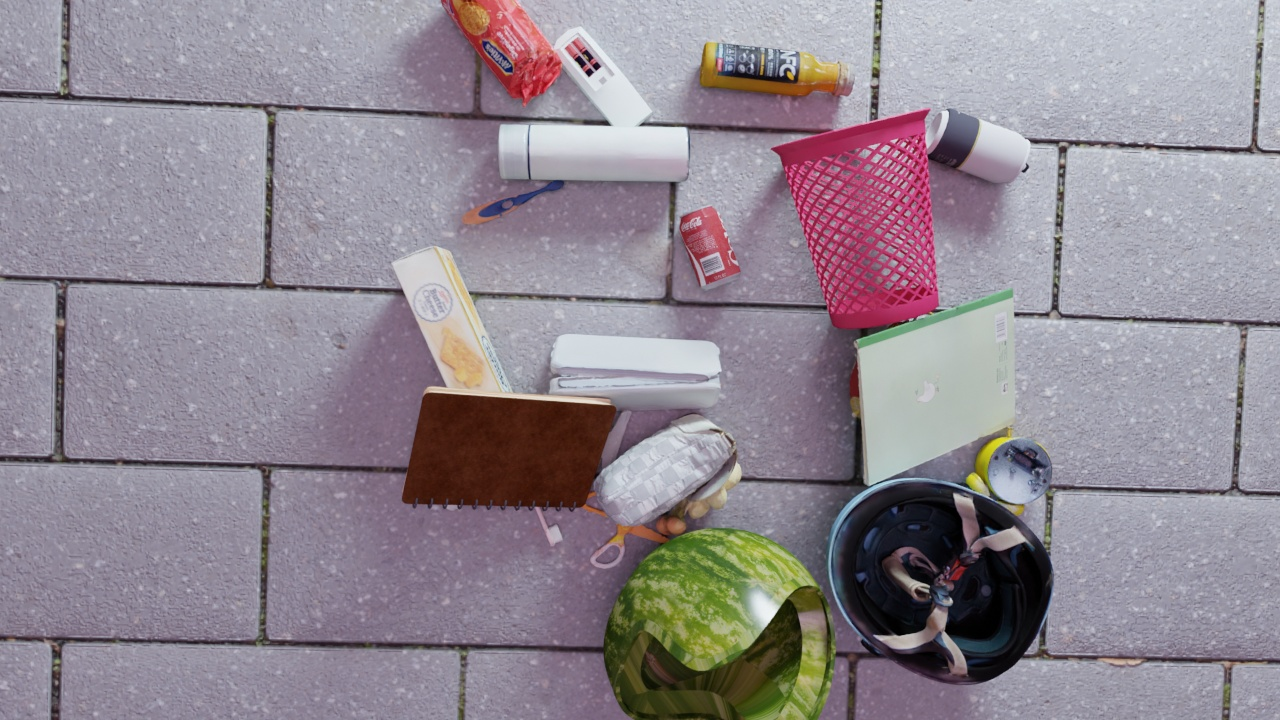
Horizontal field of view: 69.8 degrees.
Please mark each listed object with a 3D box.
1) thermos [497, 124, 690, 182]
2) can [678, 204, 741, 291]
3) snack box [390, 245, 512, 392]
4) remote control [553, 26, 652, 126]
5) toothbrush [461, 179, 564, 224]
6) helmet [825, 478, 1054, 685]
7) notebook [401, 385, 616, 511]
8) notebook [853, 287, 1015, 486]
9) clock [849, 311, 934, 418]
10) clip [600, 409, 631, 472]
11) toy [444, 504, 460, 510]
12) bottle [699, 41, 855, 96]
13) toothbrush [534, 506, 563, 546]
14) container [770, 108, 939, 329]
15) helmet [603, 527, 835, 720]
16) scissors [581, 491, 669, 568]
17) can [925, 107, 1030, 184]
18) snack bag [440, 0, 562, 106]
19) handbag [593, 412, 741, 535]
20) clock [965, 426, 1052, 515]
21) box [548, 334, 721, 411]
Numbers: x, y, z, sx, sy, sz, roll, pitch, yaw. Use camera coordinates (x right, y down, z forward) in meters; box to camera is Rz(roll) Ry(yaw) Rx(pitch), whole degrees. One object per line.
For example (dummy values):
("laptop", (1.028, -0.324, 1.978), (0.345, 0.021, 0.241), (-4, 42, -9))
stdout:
("thermos", (-0.057, -0.252, 1.115), (0.230, 0.068, 0.068), (0, 92, -2))
("can", (0.084, -0.139, 1.131), (0.054, 0.054, 0.096), (-21, 92, -2))
("snack box", (-0.219, -0.030, 1.094), (0.057, 0.104, 0.208), (-24, 93, -1))
("remote control", (-0.050, -0.347, 1.133), (0.049, 0.024, 0.143), (-41, 93, -1))
("toothbrush", (-0.158, -0.197, 1.139), (0.135, 0.017, 0.021), (-21, 89, 1))
("helmet", (0.336, 0.250, 1.096), (0.265, 0.167, 0.225), (31, 88, -5))
("notebook", (-0.155, 0.108, 1.072), (0.225, 0.024, 0.168), (5, 121, -23))
("notebook", (0.360, 0.029, 1.097), (0.252, 0.010, 0.182), (-17, 111, -25))
("clock", (0.322, 0.013, 1.126), (0.117, 0.081, 0.159), (28, 88, -32))
("clip", (-0.051, 0.101, 1.136), (0.054, 0.038, 0.102), (18, 107, 1))
("toy", (-0.193, 0.140, 1.129), (0.125, 0.037, 0.076), (-13, 100, 10))
("bottle", (0.168, -0.354, 1.128), (0.186, 0.053, 0.053), (6, 91, -3))
("toothbrush", (-0.140, 0.148, 1.148), (0.018, 0.016, 0.181), (-24, 93, -9))
("container", (0.269, -0.162, 1.089), (0.183, 0.183, 0.226), (-14, 100, -2))
("helmet", (0.085, 0.307, 1.054), (0.213, 0.248, 0.242), (57, 48, -28))
("scissors", (-0.023, 0.213, 1.157), (0.125, 0.011, 0.129), (22, 91, -2))
("can", (0.421, -0.263, 1.137), (0.127, 0.064, 0.064), (19, 91, -3))
("snack bag", (-0.166, -0.396, 1.101), (0.082, 0.082, 0.176), (-38, 94, -1))
("handbag", (0.035, 0.147, 1.106), (0.171, 0.112, 0.123), (-31, 103, -7))
("clock", (0.461, 0.147, 1.154), (0.083, 0.057, 0.118), (31, 90, -4))
("box", (-0.006, -0.001, 1.117), (0.216, 0.108, 0.109), (-2, 76, -3))
